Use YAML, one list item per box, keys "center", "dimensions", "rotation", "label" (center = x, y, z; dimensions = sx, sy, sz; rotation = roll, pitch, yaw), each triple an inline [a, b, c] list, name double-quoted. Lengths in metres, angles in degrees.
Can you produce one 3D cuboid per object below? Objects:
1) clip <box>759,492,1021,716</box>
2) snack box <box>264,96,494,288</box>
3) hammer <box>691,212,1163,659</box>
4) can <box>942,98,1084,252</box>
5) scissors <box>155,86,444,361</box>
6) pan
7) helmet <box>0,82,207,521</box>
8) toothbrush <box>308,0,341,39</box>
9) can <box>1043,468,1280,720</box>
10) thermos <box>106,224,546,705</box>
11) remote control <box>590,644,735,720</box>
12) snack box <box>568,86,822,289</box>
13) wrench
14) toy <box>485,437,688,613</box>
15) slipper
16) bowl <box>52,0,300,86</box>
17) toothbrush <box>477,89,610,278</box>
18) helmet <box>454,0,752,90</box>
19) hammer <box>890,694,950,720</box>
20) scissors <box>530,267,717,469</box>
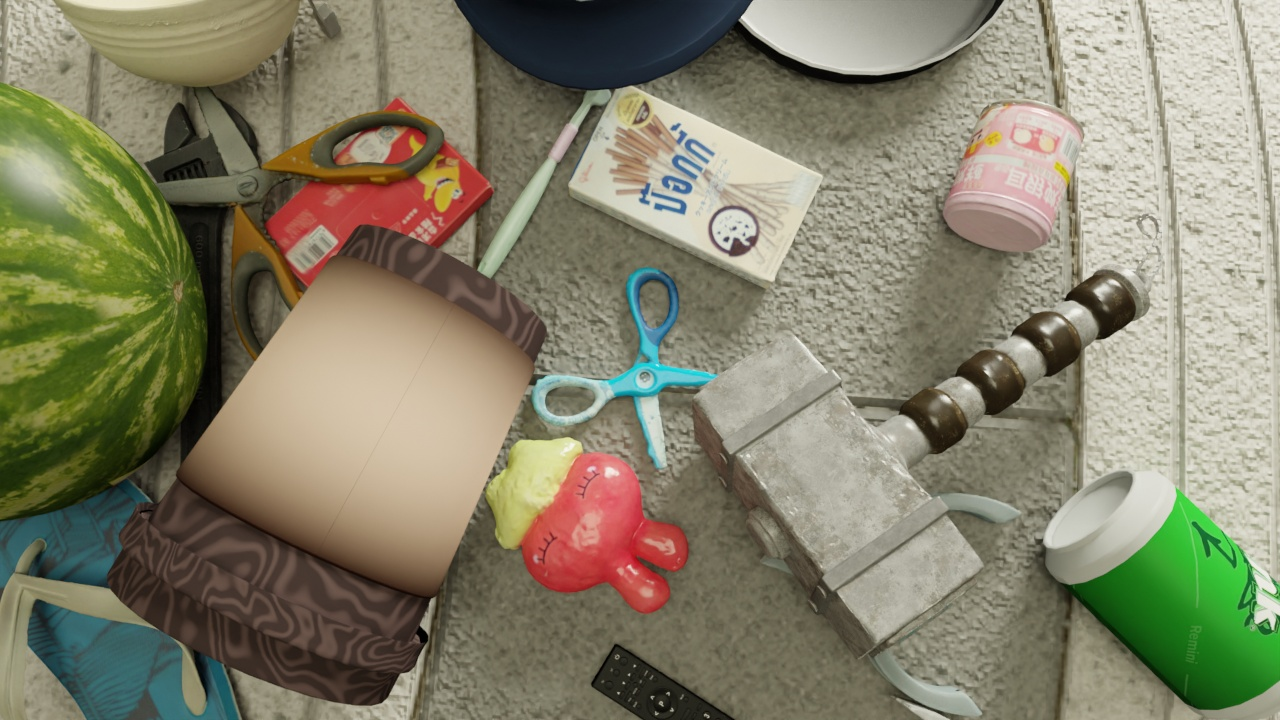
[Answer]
- center: [0.176, 0.151, 0.577]
  dimensions: [0.164, 0.032, 0.165]
  rotation: [-28, 83, -4]
  label: "clip"
- center: [-0.175, -0.098, 0.609]
  dimensions: [0.089, 0.021, 0.133]
  rotation: [44, 85, 5]
  label: "snack box"
- center: [0.204, 0.019, 0.555]
  dimensions: [0.326, 0.079, 0.177]
  rotation: [-32, 67, -9]
  label: "hammer"
- center: [0.238, -0.117, 0.587]
  dimensions: [0.067, 0.067, 0.076]
  rotation: [22, 83, 3]
  label: "can"
- center: [-0.234, -0.095, 0.590]
  dimensions: [0.225, 0.016, 0.229]
  rotation: [-7, 80, 3]
  label: "scissors"
- center: [0.089, -0.269, 0.622]
  dimensions: [0.356, 0.034, 0.225]
  rotation: [-26, 84, -3]
  label: "pan"
- center: [-0.363, -0.025, 0.497]
  dimensions: [0.247, 0.212, 0.243]
  rotation: [-11, 126, 12]
  label: "helmet"
- center: [-0.202, -0.235, 0.545]
  dimensions: [0.010, 0.181, 0.010]
  rotation: [44, 82, -2]
  label: "toothbrush"
- center: [0.319, 0.138, 0.547]
  dimensions: [0.140, 0.088, 0.087]
  rotation: [45, 85, 5]
  label: "can"
- center: [-0.162, 0.052, 0.525]
  dimensions: [0.173, 0.173, 0.226]
  rotation: [26, 78, 3]
  label: "thermos"
- center: [0.036, 0.229, 0.576]
  dimensions: [0.140, 0.009, 0.030]
  rotation: [32, 84, 4]
  label: "remote control"
- center: [0.035, -0.116, 0.608]
  dimensions: [0.150, 0.026, 0.082]
  rotation: [26, 84, 3]
  label: "snack box"
- center: [-0.289, -0.043, 0.606]
  dimensions: [0.073, 0.018, 0.273]
  rotation: [-3, 85, 0]
  label: "wrench"
- center: [-0.034, 0.103, 0.573]
  dimensions: [0.135, 0.045, 0.091]
  rotation: [35, 86, 10]
  label: "toy"
- center: [-0.320, 0.184, 0.559]
  dimensions: [0.118, 0.060, 0.295]
  rotation: [-28, 84, -7]
  label: "slipper"
- center: [-0.285, -0.225, 0.586]
  dimensions: [0.151, 0.075, 0.150]
  rotation: [-1, 47, 1]
  label: "bowl"
- center: [-0.067, -0.119, 0.615]
  dimensions: [0.022, 0.015, 0.154]
  rotation: [28, 84, 34]
  label: "toothbrush"
- center: [-0.031, -0.297, 0.527]
  dimensions: [0.232, 0.222, 0.272]
  rotation: [-4, 108, 12]
  label: "helmet"
- center: [0.058, 0.281, 0.543]
  dimensions: [0.328, 0.039, 0.131]
  rotation: [-5, 83, -5]
  label: "hammer"
- center: [-0.004, 0.003, 0.602]
  dimensions: [0.134, 0.011, 0.140]
  rotation: [3, 82, 3]
  label: "scissors"
